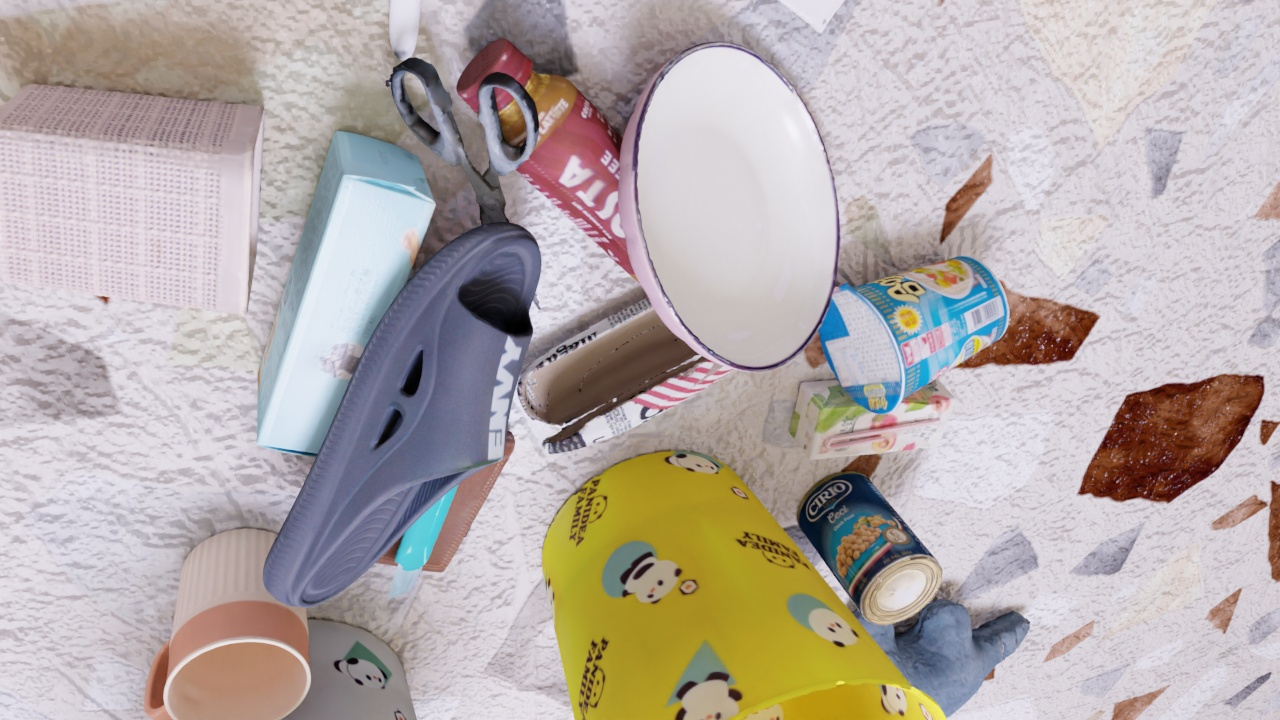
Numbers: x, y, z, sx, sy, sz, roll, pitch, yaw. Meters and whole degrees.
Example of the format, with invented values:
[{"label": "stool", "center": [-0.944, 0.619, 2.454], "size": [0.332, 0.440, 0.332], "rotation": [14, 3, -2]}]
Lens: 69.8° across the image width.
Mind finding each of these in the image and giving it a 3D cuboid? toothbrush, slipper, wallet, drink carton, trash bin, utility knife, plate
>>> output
[{"label": "toothbrush", "center": [-0.112, -0.238, 0.450], "size": [0.016, 0.016, 0.180], "rotation": [2, 120, -17]}, {"label": "slipper", "center": [-0.117, 0.048, 0.528], "size": [0.268, 0.083, 0.110], "rotation": [-57, 165, 13]}, {"label": "wallet", "center": [-0.156, 0.091, 0.636], "size": [0.101, 0.032, 0.125], "rotation": [19, 113, -34]}, {"label": "drink carton", "center": [0.185, 0.045, 0.731], "size": [0.122, 0.045, 0.054], "rotation": [-3, 123, -19]}, {"label": "trash bin", "center": [-0.235, 0.330, 0.618], "size": [0.229, 0.251, 0.230], "rotation": [-10, 124, -15]}, {"label": "utility knife", "center": [-0.135, 0.083, 0.608], "size": [0.029, 0.013, 0.174], "rotation": [14, 104, -35]}, {"label": "trash bin", "center": [0.047, 0.211, 0.651], "size": [0.229, 0.255, 0.230], "rotation": [-10, 124, -15]}, {"label": "plate", "center": [0.052, -0.088, 0.548], "size": [0.192, 0.039, 0.192], "rotation": [4, 84, -45]}]

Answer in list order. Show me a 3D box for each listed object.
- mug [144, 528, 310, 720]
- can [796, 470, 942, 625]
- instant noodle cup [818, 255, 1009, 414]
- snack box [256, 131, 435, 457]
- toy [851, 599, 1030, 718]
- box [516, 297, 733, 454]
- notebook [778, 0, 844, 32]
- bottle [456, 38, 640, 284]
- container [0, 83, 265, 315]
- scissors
[{"label": "mug", "center": [-0.273, 0.182, 0.600], "size": [0.114, 0.106, 0.081], "rotation": [-37, 127, 4]}, {"label": "can", "center": [0.189, 0.155, 0.762], "size": [0.075, 0.111, 0.075], "rotation": [-10, 124, -16]}, {"label": "instant noodle cup", "center": [0.203, -0.027, 0.668], "size": [0.109, 0.099, 0.099], "rotation": [-22, 127, -16]}, {"label": "snack box", "center": [-0.171, -0.035, 0.521], "size": [0.051, 0.074, 0.175], "rotation": [13, 115, -29]}, {"label": "toy", "center": [0.254, 0.300, 0.904], "size": [0.355, 0.091, 0.138], "rotation": [6, 91, -26]}, {"label": "box", "center": [-0.006, -0.001, 0.626], "size": [0.163, 0.076, 0.086], "rotation": [-30, 87, -2]}, {"label": "notebook", "center": [0.052, -0.286, 0.446], "size": [0.209, 0.012, 0.150], "rotation": [32, 107, -14]}, {"label": "bottle", "center": [-0.031, -0.111, 0.538], "size": [0.057, 0.057, 0.175], "rotation": [-44, 126, 9]}, {"label": "container", "center": [-0.249, -0.081, 0.453], "size": [0.110, 0.090, 0.090], "rotation": [4, 119, -21]}, {"label": "scissors", "center": [-0.083, -0.094, 0.517], "size": [0.165, 0.014, 0.163], "rotation": [45, 141, -20]}]
